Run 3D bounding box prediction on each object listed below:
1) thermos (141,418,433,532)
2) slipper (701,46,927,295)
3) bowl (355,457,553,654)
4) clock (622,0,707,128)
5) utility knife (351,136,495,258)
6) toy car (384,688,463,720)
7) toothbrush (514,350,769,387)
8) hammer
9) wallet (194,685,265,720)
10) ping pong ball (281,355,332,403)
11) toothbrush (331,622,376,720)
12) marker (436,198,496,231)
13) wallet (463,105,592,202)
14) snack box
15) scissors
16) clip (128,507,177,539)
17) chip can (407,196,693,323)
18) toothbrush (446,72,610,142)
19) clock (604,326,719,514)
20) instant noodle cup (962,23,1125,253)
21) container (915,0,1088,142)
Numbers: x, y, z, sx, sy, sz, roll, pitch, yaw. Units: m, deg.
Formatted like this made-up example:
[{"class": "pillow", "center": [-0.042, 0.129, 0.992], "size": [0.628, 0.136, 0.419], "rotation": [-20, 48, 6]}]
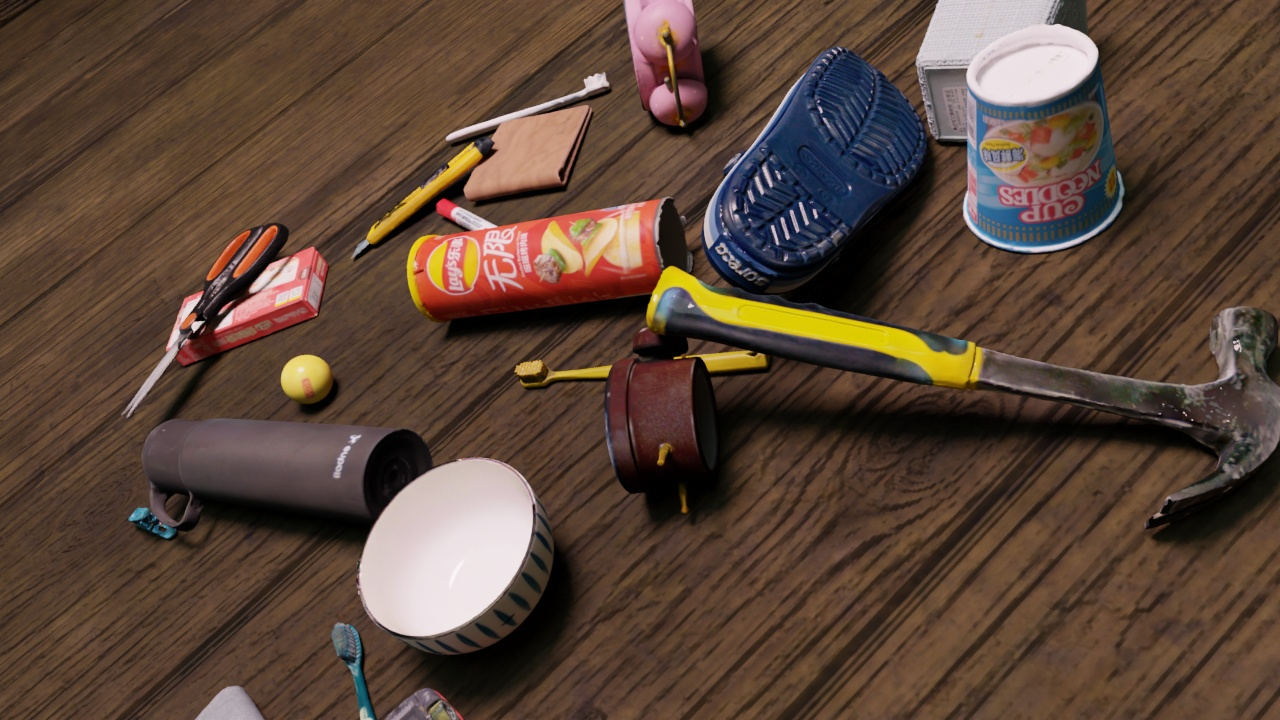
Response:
[{"class": "thermos", "center": [-0.269, 0.089, 0.675], "size": [0.243, 0.068, 0.089], "rotation": [0, 68, 29]}, {"class": "slipper", "center": [0.116, -0.121, 0.636], "size": [0.252, 0.105, 0.095], "rotation": [-53, 6, -39]}, {"class": "bowl", "center": [-0.102, 0.124, 0.551], "size": [0.117, 0.066, 0.116], "rotation": [-14, 48, 16]}, {"class": "clock", "center": [0.022, -0.270, 0.794], "size": [0.060, 0.117, 0.158], "rotation": [-8, 46, 6]}, {"class": "utility knife", "center": [-0.210, -0.156, 0.872], "size": [0.176, 0.015, 0.033], "rotation": [-39, 30, 3]}, {"class": "toy car", "center": [-0.097, 0.226, 0.475], "size": [0.053, 0.045, 0.120], "rotation": [-42, 40, -7]}, {"class": "toothbrush", "center": [-0.004, 0.004, 0.638], "size": [0.190, 0.016, 0.015], "rotation": [-5, 51, 24]}, {"class": "hammer", "center": [0.159, 0.001, 0.492], "size": [0.324, 0.032, 0.125], "rotation": [12, 59, 16]}, {"class": "wallet", "center": [-0.247, 0.265, 0.527], "size": [0.130, 0.037, 0.106], "rotation": [27, 67, 41]}, {"class": "ping pong ball", "center": [-0.273, 0.016, 0.752], "size": [0.040, 0.040, 0.040], "rotation": [-15, 47, 16]}, {"class": "toothbrush", "center": [-0.154, 0.225, 0.525], "size": [0.016, 0.018, 0.191], "rotation": [-34, 45, -1]}, {"class": "marker", "center": [-0.138, -0.116, 0.812], "size": [0.017, 0.017, 0.145], "rotation": [-46, 47, -15]}, {"class": "wallet", "center": [-0.104, -0.196, 0.863], "size": [0.101, 0.020, 0.115], "rotation": [-5, 48, 23]}, {"class": "snack box", "center": [-0.373, -0.051, 0.873], "size": [0.153, 0.025, 0.075], "rotation": [-19, 45, 12]}, {"class": "scissors", "center": [-0.412, -0.040, 0.854], "size": [0.234, 0.022, 0.139], "rotation": [-51, 40, -14]}, {"class": "clip", "center": [-0.393, 0.127, 0.732], "size": [0.055, 0.034, 0.013], "rotation": [-2, 49, 47]}, {"class": "chip can", "center": [-0.072, -0.074, 0.703], "size": [0.217, 0.073, 0.073], "rotation": [-4, 51, 24]}, {"class": "toothbrush", "center": [-0.115, -0.250, 0.913], "size": [0.180, 0.016, 0.016], "rotation": [-15, 84, 17]}, {"class": "clock", "center": [0.016, 0.027, 0.562], "size": [0.055, 0.082, 0.121], "rotation": [-7, 50, 16]}, {"class": "instant noodle cup", "center": [0.243, -0.139, 0.566], "size": [0.099, 0.110, 0.099], "rotation": [-15, 47, 17]}, {"class": "container", "center": [0.253, -0.219, 0.648], "size": [0.090, 0.090, 0.111], "rotation": [12, 62, 35]}]
